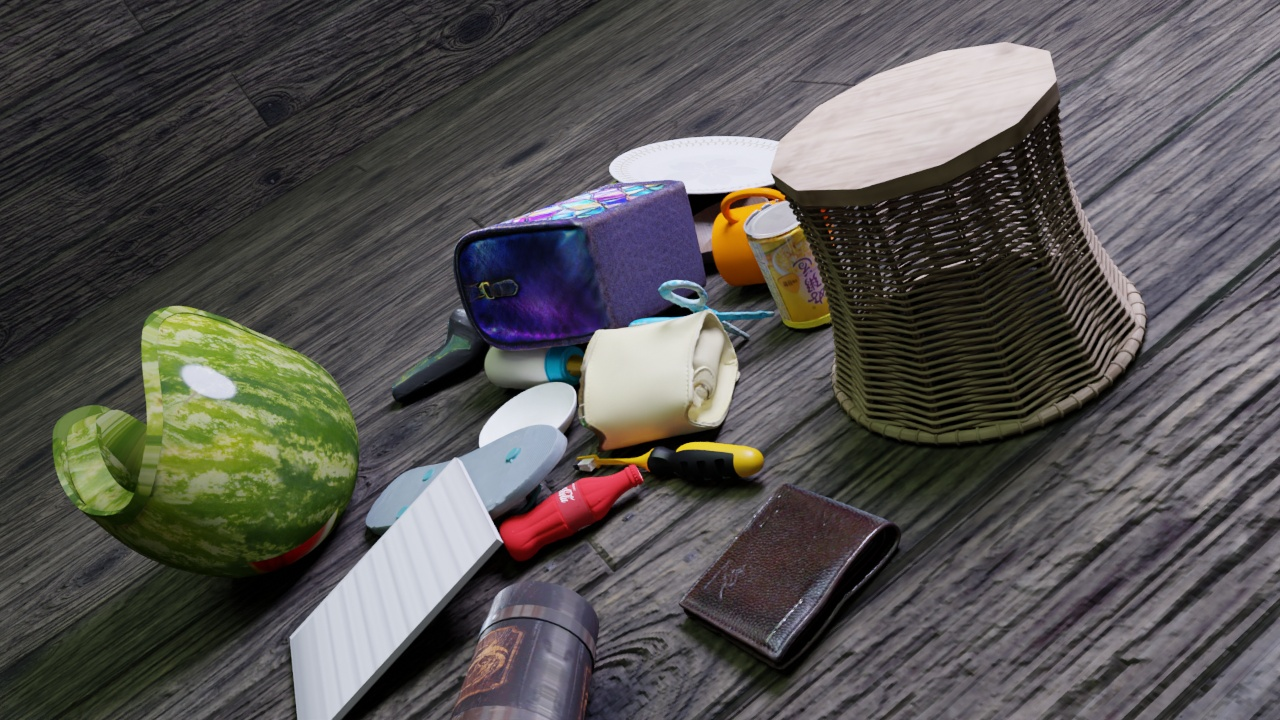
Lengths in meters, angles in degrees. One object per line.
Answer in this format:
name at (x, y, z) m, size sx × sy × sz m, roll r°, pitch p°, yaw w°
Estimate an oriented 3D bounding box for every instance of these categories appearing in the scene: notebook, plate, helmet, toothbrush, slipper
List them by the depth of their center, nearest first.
notebook at (-0.200, 0.185, 0.727) m, size 0.209 × 0.009 × 0.142 m, roll -48°, pitch 31°, yaw -1°
toothbrush at (0.017, 0.081, 0.739) m, size 0.197 × 0.031 × 0.030 m, roll -6°, pitch 25°, yaw 43°
slipper at (-0.155, 0.125, 0.810) m, size 0.270 × 0.055 × 0.098 m, roll -20°, pitch 30°, yaw 40°
helmet at (-0.386, 0.087, 0.873) m, size 0.214 × 0.246 × 0.243 m, roll -41°, pitch 64°, yaw 20°
plate at (-0.102, 0.064, 0.874) m, size 0.104 × 0.026 × 0.104 m, roll -23°, pitch 29°, yaw 13°
plate at (0.083, -0.238, 1.134) m, size 0.242 × 0.016 × 0.242 m, roll -3°, pitch 28°, yaw 2°

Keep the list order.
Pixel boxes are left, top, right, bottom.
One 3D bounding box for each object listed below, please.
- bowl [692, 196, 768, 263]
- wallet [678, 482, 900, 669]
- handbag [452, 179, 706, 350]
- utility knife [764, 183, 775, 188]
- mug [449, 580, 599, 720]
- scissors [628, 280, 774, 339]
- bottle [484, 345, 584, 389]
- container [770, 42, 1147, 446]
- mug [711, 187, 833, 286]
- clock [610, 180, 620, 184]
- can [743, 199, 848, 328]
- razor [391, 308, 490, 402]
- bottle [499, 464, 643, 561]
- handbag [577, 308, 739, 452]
bowl at (0.094, -0.140, 1.020) m, size 0.118 × 0.030 × 0.117 m, roll -22°, pitch 29°, yaw 13°
wallet at (0.093, 0.132, 0.588) m, size 0.119 × 0.031 × 0.099 m, roll -42°, pitch 28°, yaw -21°
handbag at (-0.067, -0.102, 0.951) m, size 0.222 × 0.125 × 0.204 m, roll 1°, pitch 22°, yaw 41°
utility knife at (0.093, -0.167, 1.084) m, size 0.180 × 0.015 × 0.022 m, roll -35°, pitch 32°, yaw -15°
mug at (-0.081, 0.213, 0.577) m, size 0.116 × 0.080 × 0.107 m, roll -45°, pitch 18°, yaw 30°
scissors at (0.046, -0.037, 0.816) m, size 0.138 × 0.134 × 0.011 m, roll -18°, pitch 64°, yaw 39°
bottle at (-0.098, 0.005, 0.937) m, size 0.146 × 0.051 × 0.051 m, roll 0°, pitch 40°, yaw 42°
container at (0.216, -0.087, 0.651) m, size 0.227 × 0.196 × 0.226 m, roll -22°, pitch 29°, yaw 13°
mug at (0.121, -0.126, 0.888) m, size 0.096 × 0.112 × 0.077 m, roll -6°, pitch 55°, yaw 36°
clock at (-0.029, -0.172, 1.128) m, size 0.057 × 0.083 × 0.118 m, roll -18°, pitch 27°, yaw 30°
can at (0.141, -0.086, 0.813) m, size 0.068 × 0.105 × 0.067 m, roll -22°, pitch 29°, yaw 13°
razor at (-0.231, -0.006, 1.064) m, size 0.151 × 0.067 × 0.054 m, roll -33°, pitch 13°, yaw 10°
bottle at (-0.053, 0.118, 0.731) m, size 0.119 × 0.036 × 0.036 m, roll -29°, pitch 29°, yaw 1°
handbag at (0.012, 0.021, 0.791) m, size 0.119 × 0.081 × 0.111 m, roll -11°, pitch 41°, yaw 28°
